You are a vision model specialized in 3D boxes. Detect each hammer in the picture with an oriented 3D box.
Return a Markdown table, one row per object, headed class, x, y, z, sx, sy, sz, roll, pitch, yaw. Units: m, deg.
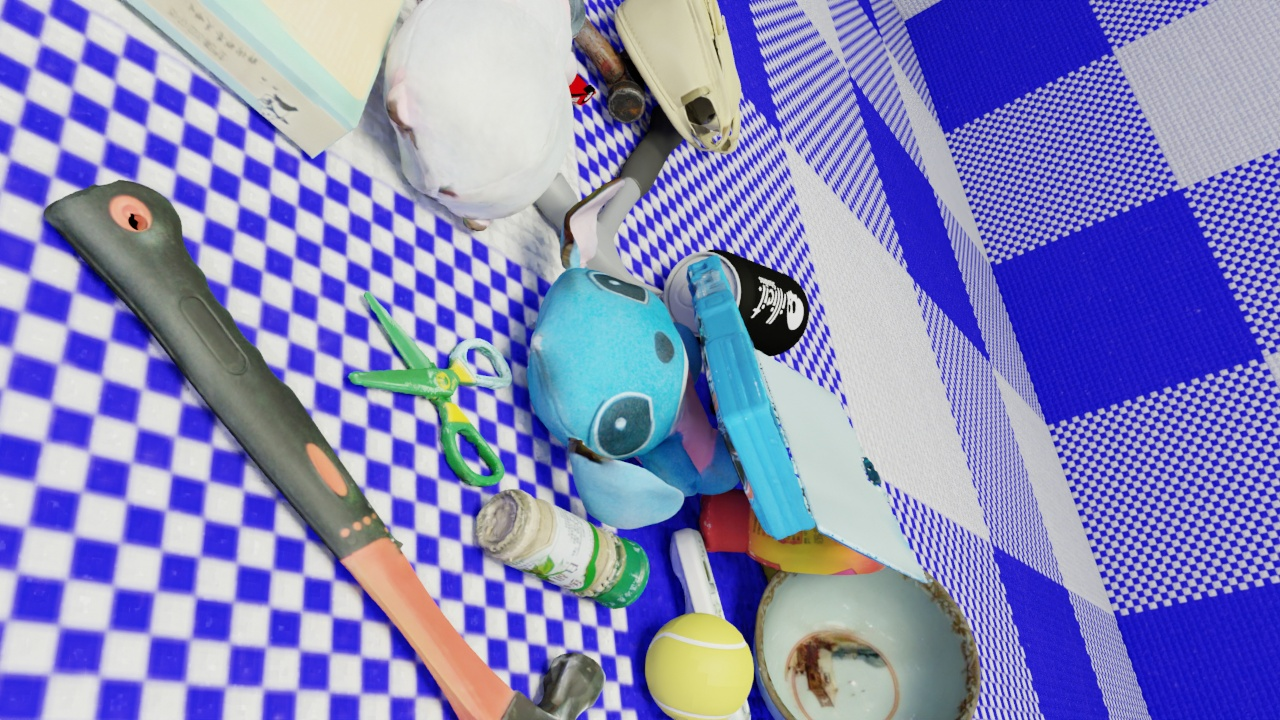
| class | x | y | z | sx | sy | sz | roll | pitch | yaw |
| --- | --- | --- | --- | --- | --- | --- | --- | --- | --- |
| hammer | -0.002 | -0.152 | 0.786 | 0.125 | 0.030 | 0.309 | 54 | 30 | -20 |
| hammer | -0.106 | -0.341 | 0.749 | 0.330 | 0.033 | 0.119 | 43 | 26 | -33 |
| hammer | -0.131 | 0.069 | 0.400 | 0.333 | 0.033 | 0.132 | 58 | 30 | -13 |

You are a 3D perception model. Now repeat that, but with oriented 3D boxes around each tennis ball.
| class | x | y | z | sx | sy | sz | roll | pitch | yaw |
| --- | --- | --- | --- | --- | --- | --- | --- | --- | --- |
| tennis ball | 0.035 | 0.186 | 0.554 | 0.065 | 0.065 | 0.065 | 39 | 38 | -40 |

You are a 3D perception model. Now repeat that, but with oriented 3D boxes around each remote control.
| class | x | y | z | sx | sy | sz | roll | pitch | yaw |
| --- | --- | --- | --- | --- | --- | --- | --- | --- | --- |
| remote control | 0.045 | 0.180 | 0.615 | 0.050 | 0.022 | 0.133 | 47 | 27 | -73 |

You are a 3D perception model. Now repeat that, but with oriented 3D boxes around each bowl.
| class | x | y | z | sx | sy | sz | roll | pitch | yaw |
| --- | --- | --- | --- | --- | --- | --- | --- | --- | --- |
| bowl | 0.154 | 0.226 | 0.674 | 0.094 | 0.160 | 0.159 | 96 | -4 | -52 |

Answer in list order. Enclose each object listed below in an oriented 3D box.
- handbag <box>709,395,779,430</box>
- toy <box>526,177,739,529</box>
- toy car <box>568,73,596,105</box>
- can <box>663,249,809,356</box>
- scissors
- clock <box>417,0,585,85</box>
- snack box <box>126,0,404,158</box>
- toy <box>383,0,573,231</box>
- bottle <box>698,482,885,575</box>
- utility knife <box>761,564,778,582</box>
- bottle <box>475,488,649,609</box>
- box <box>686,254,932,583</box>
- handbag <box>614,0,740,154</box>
| class | x | y | z | sx | sy | sz | roll | pitch | yaw |
| --- | --- | --- | --- | --- | --- | --- | --- | --- | --- |
| handbag | 0.090 | 0.084 | 0.758 | 0.084 | 0.028 | 0.177 | 34 | 38 | -34 |
| toy | -0.004 | 0.003 | 0.597 | 0.191 | 0.099 | 0.223 | 30 | 45 | -57 |
| toy car | -0.066 | -0.217 | 0.725 | 0.038 | 0.025 | 0.089 | 45 | 25 | -1 |
| can | 0.087 | -0.048 | 0.803 | 0.145 | 0.080 | 0.080 | 8 | 62 | -58 |
| scissors | -0.107 | 0.009 | 0.501 | 0.127 | 0.012 | 0.122 | 57 | 28 | -19 |
| clock | -0.096 | -0.243 | 0.641 | 0.116 | 0.059 | 0.157 | 2 | 67 | -45 |
| snack box | -0.195 | -0.222 | 0.490 | 0.141 | 0.044 | 0.193 | 43 | 36 | -38 |
| toy | -0.084 | -0.173 | 0.553 | 0.139 | 0.102 | 0.179 | 58 | 45 | -54 |
| bottle | 0.110 | 0.119 | 0.665 | 0.071 | 0.134 | 0.049 | -82 | 173 | -46 |
| utility knife | 0.126 | 0.206 | 0.746 | 0.028 | 0.020 | 0.174 | -12 | 81 | -59 |
| bottle | -0.041 | 0.105 | 0.510 | 0.110 | 0.043 | 0.042 | 36 | 40 | -43 |
| box | 0.092 | 0.039 | 0.624 | 0.175 | 0.060 | 0.243 | 46 | 16 | -21 |
| handbag | 0.050 | -0.288 | 0.865 | 0.191 | 0.089 | 0.232 | 63 | 15 | -7 |
